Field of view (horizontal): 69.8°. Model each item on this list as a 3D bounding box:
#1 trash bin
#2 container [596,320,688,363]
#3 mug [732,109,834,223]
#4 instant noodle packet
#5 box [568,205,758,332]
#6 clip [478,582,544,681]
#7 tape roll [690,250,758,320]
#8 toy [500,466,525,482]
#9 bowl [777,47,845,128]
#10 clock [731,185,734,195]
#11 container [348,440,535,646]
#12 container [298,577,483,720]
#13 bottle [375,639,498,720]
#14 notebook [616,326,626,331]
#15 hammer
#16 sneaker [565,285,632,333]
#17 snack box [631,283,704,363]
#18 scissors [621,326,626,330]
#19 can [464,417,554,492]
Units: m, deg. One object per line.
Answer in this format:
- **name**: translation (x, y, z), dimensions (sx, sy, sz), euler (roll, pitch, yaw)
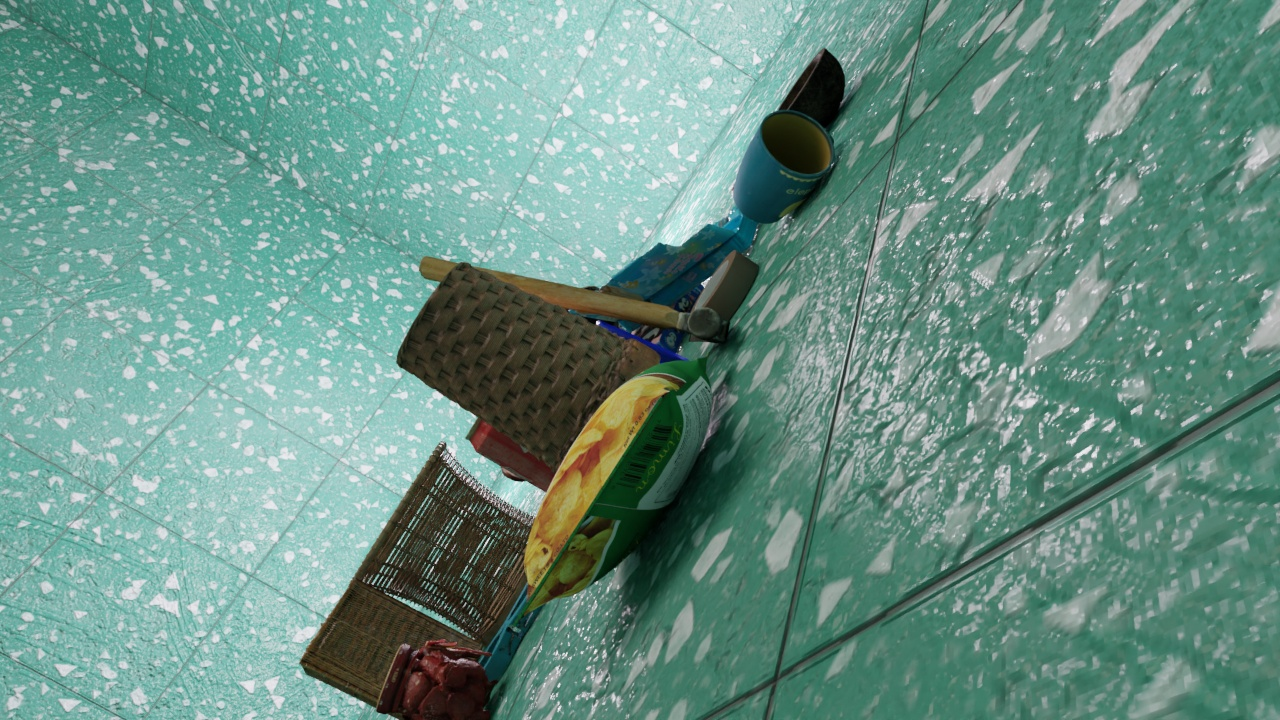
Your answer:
- **trash bin**: translation (-0.107, 0.006, 0.882), dimensions (0.151, 0.210, 0.151), euler (-58, 4, 6)
- **container**: translation (-0.006, 0.006, 1.001), dimensions (0.096, 0.114, 0.058), euler (-127, 60, -83)
- **mug**: translation (0.156, -0.203, 0.974), dimensions (0.112, 0.084, 0.104), euler (-29, -15, -28)
- **instant noodle packet**: translation (-0.013, 0.088, 0.731), dimensions (0.196, 0.090, 0.252), euler (-58, -6, 12)
- **box**: translation (0.040, -0.111, 1.172), dimensions (0.228, 0.074, 0.180), euler (-34, -3, 36)
- **clip**: translation (-0.145, 0.302, 1.035), dimensions (0.126, 0.028, 0.113), euler (-60, 5, -20)
- **tape roll**: translation (0.090, -0.074, 1.007), dimensions (0.094, 0.030, 0.093), euler (-57, 7, 10)
- **toy**: translation (-0.116, 0.098, 1.387), dimensions (0.105, 0.131, 0.205), euler (31, -107, -58)
- **bowl**: translation (0.209, -0.309, 1.110), dimensions (0.121, 0.056, 0.121), euler (-57, 7, 10)
- **clock**: translation (0.160, -0.244, 1.223), dimensions (0.087, 0.044, 0.124), euler (-55, 6, 20)
- **container**: translation (-0.248, 0.257, 1.247), dimensions (0.227, 0.196, 0.226), euler (-57, 7, 10)
- **container**: translation (-0.296, 0.361, 1.105), dimensions (0.112, 0.198, 0.114), euler (-62, 0, -28)
- **bottle**: translation (-0.201, 0.332, 0.936), dimensions (0.099, 0.111, 0.099), euler (-163, 94, -87)
- **notebook**: translation (-0.055, 0.078, 1.164), dimensions (0.209, 0.022, 0.171), euler (-56, 29, 12)
- **hammer**: translation (-0.070, -0.063, 0.939), dimensions (0.132, 0.331, 0.033), euler (7, -84, -77)
- **sneaker**: translation (-0.037, -0.072, 1.378), dimensions (0.234, 0.095, 0.120), euler (-14, -11, -29)
- **snack box**: translation (0.027, -0.047, 1.242), dimensions (0.088, 0.033, 0.153), euler (-28, 25, 40)
- **scissors**: translation (-0.045, -0.031, 1.280), dimensions (0.175, 0.033, 0.072), euler (-40, -14, -28)
- **can**: translation (-0.097, 0.102, 0.964), dimensions (0.067, 0.170, 0.067), euler (-58, 6, 10)
